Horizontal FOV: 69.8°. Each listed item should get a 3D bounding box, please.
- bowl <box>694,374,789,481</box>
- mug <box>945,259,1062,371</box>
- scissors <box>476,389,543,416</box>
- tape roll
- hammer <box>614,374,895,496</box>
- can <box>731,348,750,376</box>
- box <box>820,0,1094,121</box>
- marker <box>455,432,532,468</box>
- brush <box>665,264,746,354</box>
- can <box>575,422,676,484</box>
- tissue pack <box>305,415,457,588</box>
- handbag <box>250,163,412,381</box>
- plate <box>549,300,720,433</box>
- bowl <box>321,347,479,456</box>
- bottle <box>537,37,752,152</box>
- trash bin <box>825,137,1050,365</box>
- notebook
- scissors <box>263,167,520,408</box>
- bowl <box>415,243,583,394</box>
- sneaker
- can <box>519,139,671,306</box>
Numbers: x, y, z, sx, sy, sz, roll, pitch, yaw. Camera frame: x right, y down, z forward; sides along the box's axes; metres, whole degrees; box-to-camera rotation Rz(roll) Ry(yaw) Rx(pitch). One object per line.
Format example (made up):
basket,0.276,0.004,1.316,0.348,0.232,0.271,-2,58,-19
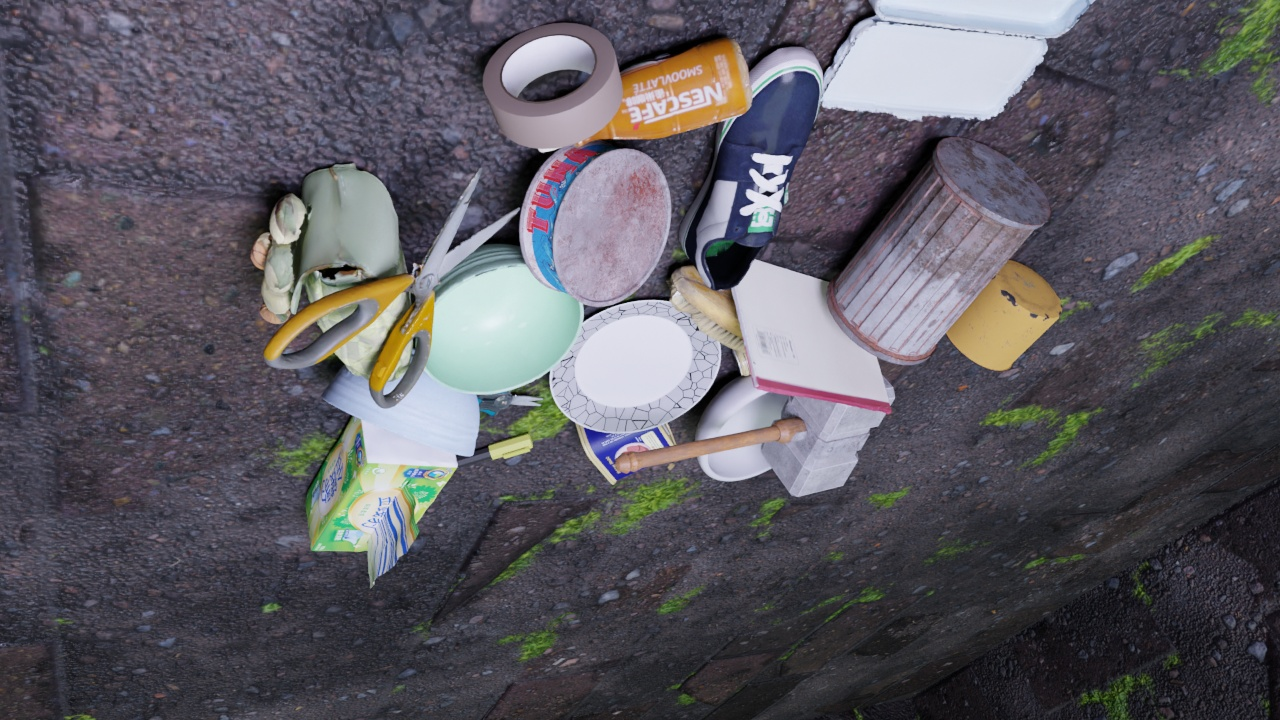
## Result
bowl,0.137,0.066,1.127,0.176,0.066,0.177,-19,140,-17
mug,0.431,-0.061,1.085,0.123,0.100,0.094,-45,170,-47
scissors,-0.177,0.041,0.988,0.144,0.019,0.127,-23,142,-5
tape roll,-0.061,-0.192,0.640,0.093,0.093,0.030,-19,147,-1
hammer,0.112,0.087,1.006,0.317,0.083,0.163,-8,136,-29
can,0.148,-0.012,1.057,0.079,0.038,0.038,-20,147,1
box,0.265,-0.274,0.749,0.208,0.037,0.190,-4,152,-21
marker,-0.189,0.113,1.086,0.124,0.021,0.017,-17,146,-1
brush,0.092,-0.049,0.958,0.043,0.059,0.195,-29,145,31
can,-0.014,0.093,1.113,0.092,0.056,0.116,-24,147,5
tissue pack,-0.280,0.159,0.996,0.120,0.141,0.198,3,141,-30
handbag,-0.245,-0.058,0.732,0.117,0.113,0.187,-5,146,-8
plate,-0.006,0.006,0.998,0.188,0.016,0.189,-8,132,-10
bowl,-0.215,0.029,0.870,0.150,0.151,0.074,28,84,-48
bottle,-0.002,-0.196,0.698,0.167,0.059,0.059,-16,147,1
trash bin,0.287,-0.100,0.917,0.130,0.130,0.212,1,141,-28
notebook,0.176,-0.027,0.948,0.208,0.153,0.012,11,149,-38
scissors,-0.180,-0.046,0.678,0.216,0.016,0.226,-12,137,-56
bowl,-0.133,-0.047,0.821,0.150,0.077,0.151,-17,139,-15
sneaker,0.101,-0.153,0.791,0.084,0.079,0.236,-3,143,-22
can,-0.035,-0.112,0.753,0.129,0.044,0.130,-25,127,-38
